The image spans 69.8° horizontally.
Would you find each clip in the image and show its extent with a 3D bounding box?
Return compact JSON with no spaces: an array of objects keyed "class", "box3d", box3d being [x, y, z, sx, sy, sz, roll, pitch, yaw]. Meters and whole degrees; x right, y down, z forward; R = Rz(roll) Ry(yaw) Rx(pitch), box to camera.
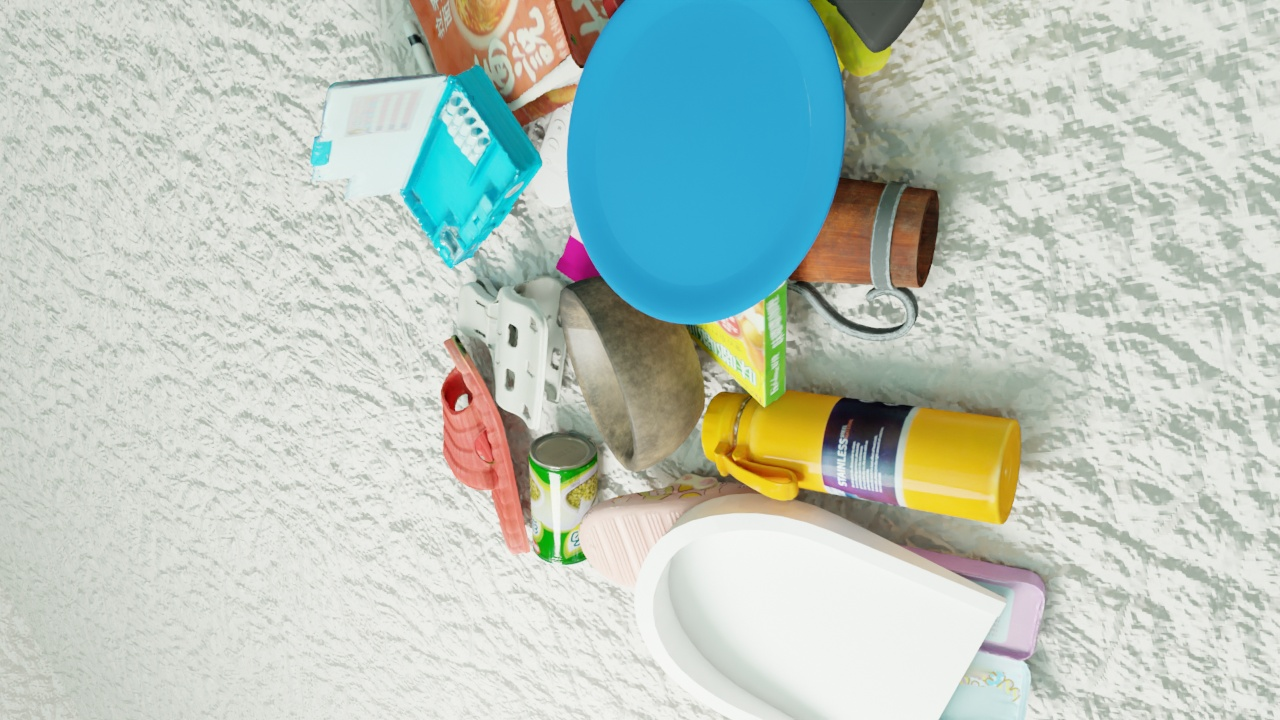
[{"class":"clip","box3d":[-0.107,-0.024,0.864,0.151,0.105,0.127,51,139,46]}]

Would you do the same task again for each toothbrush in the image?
[{"class":"toothbrush","box3d":[-0.174,-0.214,0.830,0.017,0.012,0.187,-11,106,41]}]

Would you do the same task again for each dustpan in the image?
[{"class":"dustpan","box3d":[0.123,0.216,0.733,0.258,0.053,0.192,26,109,15]}]

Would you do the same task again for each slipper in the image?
[{"class":"slipper","box3d":[0.045,0.146,0.828,0.197,0.081,0.093,-9,112,12]},{"class":"slipper","box3d":[-0.167,0.096,0.929,0.103,0.059,0.249,-140,35,-62]}]

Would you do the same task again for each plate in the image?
[{"class":"plate","box3d":[0.037,-0.135,0.582,0.225,0.024,0.224,5,98,43]}]

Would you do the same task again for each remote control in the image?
[{"class":"remote control","box3d":[-0.057,-0.187,0.763,0.043,0.013,0.137,37,129,13]}]

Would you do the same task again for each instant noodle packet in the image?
[{"class":"instant noodle packet","box3d":[-0.109,-0.274,0.729,0.221,0.083,0.164,-12,100,50]}]

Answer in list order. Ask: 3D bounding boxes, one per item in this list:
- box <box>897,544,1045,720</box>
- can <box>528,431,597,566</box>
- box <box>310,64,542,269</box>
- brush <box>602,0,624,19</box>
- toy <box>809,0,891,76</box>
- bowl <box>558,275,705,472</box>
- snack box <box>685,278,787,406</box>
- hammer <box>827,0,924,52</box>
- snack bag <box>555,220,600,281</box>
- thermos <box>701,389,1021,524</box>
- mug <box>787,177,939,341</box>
[{"class":"box","box3d":[0.206,0.222,0.748,0.214,0.040,0.151,9,100,20]},{"class":"can","box3d":[-0.075,0.137,0.907,0.067,0.067,0.121,17,121,27]},{"class":"box","box3d":[-0.182,-0.167,0.769,0.168,0.086,0.228,24,158,-17]},{"class":"brush","box3d":[0.036,-0.209,0.649,0.173,0.082,0.042,64,168,-9]},{"class":"toy","box3d":[0.135,-0.237,0.560,0.194,0.087,0.134,-47,61,37]},{"class":"bowl","box3d":[-0.004,0.004,0.752,0.162,0.070,0.162,159,90,-76]},{"class":"snack box","box3d":[0.055,-0.056,0.674,0.132,0.027,0.168,45,161,32]},{"class":"hammer","box3d":[0.058,-0.303,0.549,0.127,0.029,0.323,-49,63,39]},{"class":"snack bag","box3d":[-0.015,-0.135,0.759,0.070,0.016,0.197,35,128,12]},{"class":"thermos","box3d":[0.157,0.068,0.697,0.233,0.091,0.076,7,104,31]},{"class":"mug","box3d":[0.143,-0.073,0.644,0.111,0.081,0.117,10,118,26]}]
